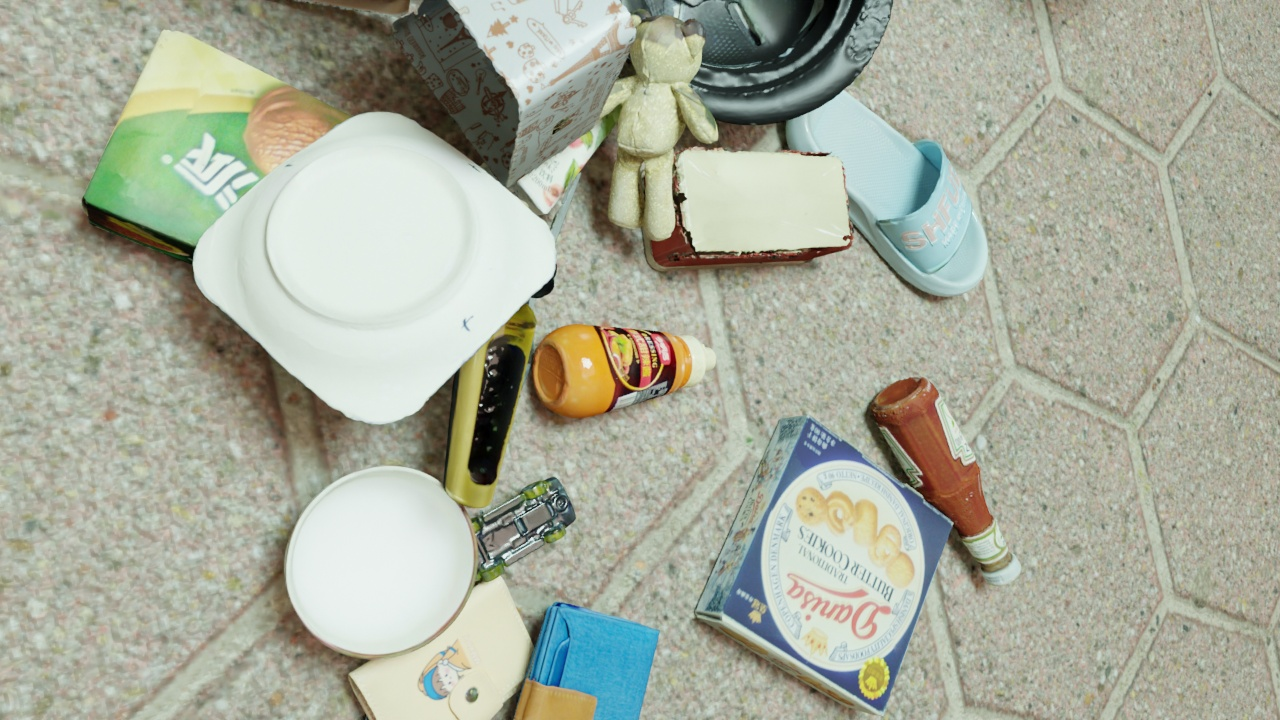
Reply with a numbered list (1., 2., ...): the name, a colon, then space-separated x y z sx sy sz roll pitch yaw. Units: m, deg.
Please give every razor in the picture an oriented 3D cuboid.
1. razor: -0.089 0.006 0.559 0.062 0.068 0.167 12 88 -40

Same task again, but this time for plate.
1. plate: -0.147 -0.064 0.508 0.163 0.034 0.164 38 69 8

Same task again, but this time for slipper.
1. slipper: 0.232 -0.159 0.817 0.245 0.074 0.103 37 67 -18

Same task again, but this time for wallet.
1. wallet: -0.041 0.241 0.632 0.106 0.040 0.133 26 71 -38
2. wallet: -0.122 0.207 0.600 0.114 0.024 0.087 -32 107 -37

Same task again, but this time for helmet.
1. helmet: 0.058 -0.323 0.687 0.230 0.156 0.274 -31 115 4

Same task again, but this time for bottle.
1. bottle: 0.277 0.111 0.815 0.059 0.060 0.206 -39 102 -27
2. bottle: -0.004 0.004 0.676 0.149 0.067 0.066 -5 86 -36

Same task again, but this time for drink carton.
1. drink carton: -0.061 -0.165 0.671 0.053 0.046 0.122 45 67 -27

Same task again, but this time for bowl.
1. bowl: -0.165 0.123 0.569 0.113 0.062 0.113 5 80 -29

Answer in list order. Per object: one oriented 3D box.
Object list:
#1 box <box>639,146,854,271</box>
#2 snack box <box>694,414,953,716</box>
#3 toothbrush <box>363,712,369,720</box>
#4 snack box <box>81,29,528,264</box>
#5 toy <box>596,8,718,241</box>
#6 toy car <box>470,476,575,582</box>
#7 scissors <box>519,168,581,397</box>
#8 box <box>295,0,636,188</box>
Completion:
1. box: 0.090 -0.123 0.730 0.168 0.080 0.091 -6 87 -30
2. snack box: 0.156 0.167 0.750 0.178 0.046 0.182 35 68 -20
3. toothbrush: -0.177 0.261 0.573 0.016 0.014 0.189 6 79 -2
4. snack box: -0.199 -0.092 0.575 0.240 0.063 0.114 24 75 -25
5. toy: 0.010 -0.160 0.641 0.066 0.105 0.157 -31 136 -50
6. toy car: -0.089 0.115 0.627 0.090 0.035 0.042 -28 96 -28
7. scissors: -0.075 -0.053 0.628 0.135 0.014 0.175 -40 143 -61
8. box: -0.135 -0.220 0.529 0.273 0.179 0.126 30 81 -9
